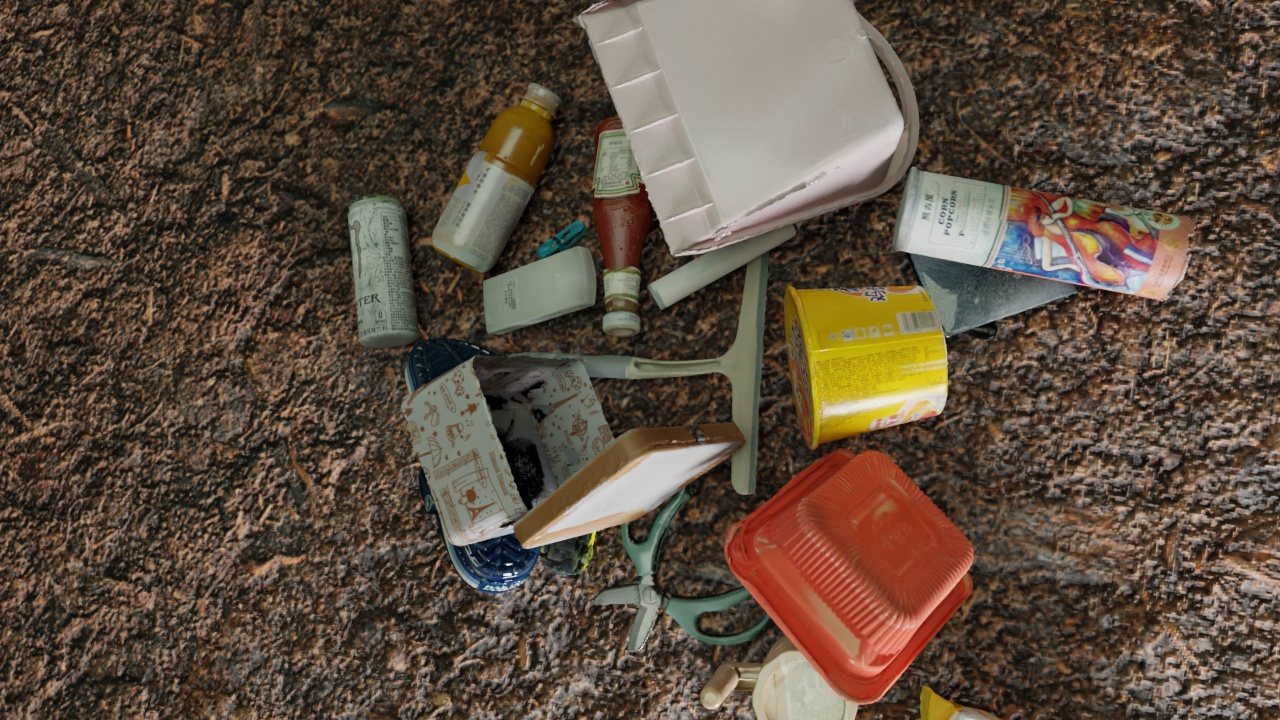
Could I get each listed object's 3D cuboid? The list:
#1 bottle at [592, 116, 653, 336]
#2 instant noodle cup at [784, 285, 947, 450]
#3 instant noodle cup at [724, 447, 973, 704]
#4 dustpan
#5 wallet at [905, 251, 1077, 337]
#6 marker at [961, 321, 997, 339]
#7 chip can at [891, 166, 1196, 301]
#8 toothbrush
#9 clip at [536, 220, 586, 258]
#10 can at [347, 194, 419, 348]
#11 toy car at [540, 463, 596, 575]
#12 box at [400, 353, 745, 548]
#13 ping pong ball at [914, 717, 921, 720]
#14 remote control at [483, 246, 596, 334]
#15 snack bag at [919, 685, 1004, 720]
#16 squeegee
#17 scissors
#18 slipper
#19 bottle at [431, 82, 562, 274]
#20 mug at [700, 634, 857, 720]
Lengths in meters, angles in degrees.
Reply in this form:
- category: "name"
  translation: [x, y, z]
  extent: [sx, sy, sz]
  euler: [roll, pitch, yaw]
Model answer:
- category: "bottle"
  translation: [-0.016, -0.124, 0.852]
  extent: [0.060, 0.060, 0.205]
  euler: [-3, 75, 14]
- category: "instant noodle cup"
  translation: [0.183, -0.001, 0.757]
  extent: [0.110, 0.138, 0.138]
  euler: [-8, 79, 2]
- category: "instant noodle cup"
  translation: [0.174, 0.150, 0.712]
  extent: [0.164, 0.188, 0.079]
  euler: [47, 140, 16]
- category: "dustpan"
  translation: [0.112, -0.213, 0.783]
  extent: [0.273, 0.139, 0.222]
  euler: [-18, 83, 4]
- category: "wallet"
  translation: [0.298, -0.081, 0.788]
  extent: [0.121, 0.019, 0.097]
  euler: [-19, 77, 5]
- category: "marker"
  translation: [0.249, -0.040, 0.804]
  extent: [0.124, 0.015, 0.018]
  euler: [15, 87, 14]
- category: "chip can"
  translation: [0.319, -0.103, 0.743]
  extent: [0.215, 0.071, 0.071]
  euler: [13, 85, 10]
- category: "toothbrush"
  translation: [0.108, -0.110, 0.828]
  extent: [0.221, 0.027, 0.026]
  euler: [-29, 40, 3]
- category: "clip"
  translation: [-0.077, -0.116, 0.897]
  extent: [0.056, 0.050, 0.015]
  euler: [-39, 72, -4]
- category: "can"
  translation: [-0.258, -0.088, 0.921]
  extent: [0.058, 0.058, 0.146]
  euler: [-11, 79, 13]
- category: "toy car"
  translation: [-0.061, 0.145, 0.847]
  extent: [0.048, 0.032, 0.105]
  euler: [10, 85, 16]
- category: "box"
  translation: [-0.046, 0.055, 0.724]
  extent: [0.194, 0.182, 0.157]
  euler: [-30, 76, 23]
- category: "ping pong ball"
  translation: [0.233, 0.309, 0.741]
  extent: [0.040, 0.040, 0.040]
  euler: [-2, 81, 14]
- category: "remote control"
  translation: [-0.097, -0.065, 0.868]
  extent: [0.135, 0.019, 0.056]
  euler: [-15, 76, 37]
- category: "snack bag"
  translation: [0.299, 0.364, 0.685]
  extent: [0.246, 0.068, 0.158]
  euler: [23, 90, 6]
- category: "squeegee"
  translation: [-0.005, 0.005, 0.850]
  extent: [0.247, 0.039, 0.246]
  euler: [-1, 67, 17]
- category: "scissors"
  translation: [0.048, 0.189, 0.820]
  extent: [0.179, 0.019, 0.170]
  euler: [15, 84, 15]
- category: "slipper"
  translation: [-0.154, 0.097, 0.852]
  extent: [0.095, 0.105, 0.252]
  euler: [-51, 51, 45]
- category: "bottle"
  translation: [-0.135, -0.179, 0.897]
  extent: [0.068, 0.068, 0.189]
  euler: [28, 89, 17]
- category: "mug"
  translation: [0.116, 0.266, 0.745]
  extent: [0.125, 0.103, 0.084]
  euler: [-2, 81, 14]
